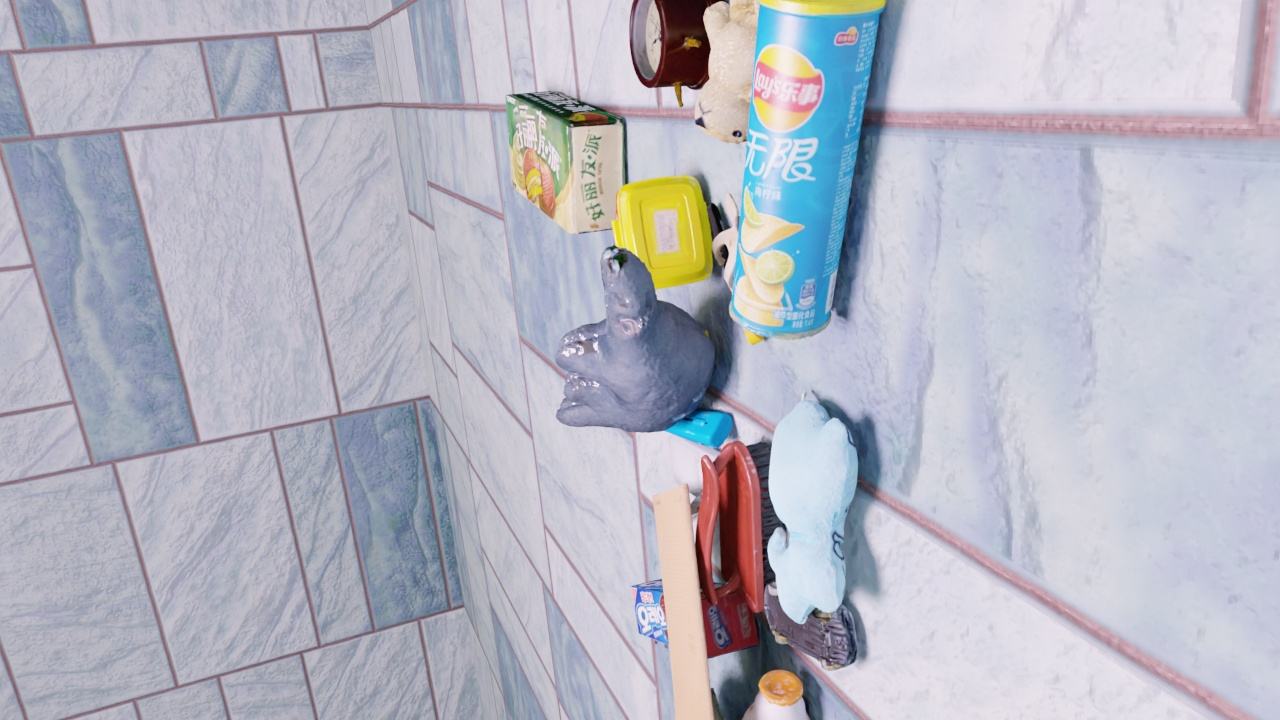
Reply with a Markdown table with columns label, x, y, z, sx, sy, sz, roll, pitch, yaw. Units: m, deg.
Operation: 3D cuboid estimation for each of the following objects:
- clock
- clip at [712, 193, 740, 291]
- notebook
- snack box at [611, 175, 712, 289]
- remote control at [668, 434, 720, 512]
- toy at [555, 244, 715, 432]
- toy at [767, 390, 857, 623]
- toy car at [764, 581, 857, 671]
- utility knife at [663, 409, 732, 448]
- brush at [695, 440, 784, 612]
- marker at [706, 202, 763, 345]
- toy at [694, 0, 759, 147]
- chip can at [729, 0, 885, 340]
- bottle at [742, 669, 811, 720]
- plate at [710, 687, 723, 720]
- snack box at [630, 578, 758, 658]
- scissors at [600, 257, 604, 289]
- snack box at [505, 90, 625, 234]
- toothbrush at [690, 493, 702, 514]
| label | x | y | z | sx | sy | sz | roll | pitch | yaw |
| --- | --- | --- | --- | --- | --- | --- | --- | --- | --- |
| clock | 0.024 | -0.258 | 0.708 | 0.082 | 0.055 | 0.121 | 107 | 147 | -54 |
| clip | 0.080 | -0.093 | 0.678 | 0.100 | 0.070 | 0.034 | 99 | 153 | -60 |
| notebook | 0.038 | 0.218 | 0.809 | 0.150 | 0.012 | 0.211 | 124 | 141 | -76 |
| snack box | 0.014 | -0.107 | 0.792 | 0.080 | 0.082 | 0.091 | -169 | 70 | -79 |
| remote control | 0.062 | 0.106 | 0.862 | 0.136 | 0.020 | 0.056 | -159 | 59 | -66 |
| toy | -0.005 | 0.005 | 0.815 | 0.357 | 0.138 | 0.091 | 108 | 175 | -66 |
| toy | 0.120 | 0.102 | 0.658 | 0.162 | 0.049 | 0.156 | 119 | 144 | -63 |
| toy car | 0.132 | 0.202 | 0.711 | 0.106 | 0.031 | 0.049 | -176 | 79 | -65 |
| utility knife | 0.045 | 0.060 | 0.870 | 0.018 | 0.034 | 0.161 | 39 | 169 | -16 |
| brush | 0.080 | 0.134 | 0.760 | 0.063 | 0.069 | 0.146 | -142 | 44 | -60 |
| marker | 0.075 | -0.071 | 0.734 | 0.015 | 0.018 | 0.123 | -26 | 71 | 29 |
| toy | 0.067 | -0.211 | 0.604 | 0.105 | 0.066 | 0.157 | 44 | 152 | 30 |
| chip can | 0.097 | -0.119 | 0.566 | 0.071 | 0.071 | 0.211 | -126 | 31 | -49 |
| bottle | 0.115 | 0.311 | 0.772 | 0.063 | 0.063 | 0.108 | -131 | 35 | -54 |
| plate | 0.088 | 0.413 | 0.869 | 0.230 | 0.027 | 0.230 | 157 | 96 | -89 |
| snack box | 0.049 | 0.258 | 0.933 | 0.208 | 0.057 | 0.058 | 151 | 109 | -70 |
| scissors | -0.026 | -0.041 | 1.032 | 0.174 | 0.012 | 0.126 | 99 | 150 | -47 |
| snack box | -0.086 | -0.225 | 1.015 | 0.240 | 0.063 | 0.115 | -135 | 39 | -58 |
| toothbrush | 0.047 | 0.156 | 0.902 | 0.017 | 0.016 | 0.188 | 51 | 162 | 11 |
